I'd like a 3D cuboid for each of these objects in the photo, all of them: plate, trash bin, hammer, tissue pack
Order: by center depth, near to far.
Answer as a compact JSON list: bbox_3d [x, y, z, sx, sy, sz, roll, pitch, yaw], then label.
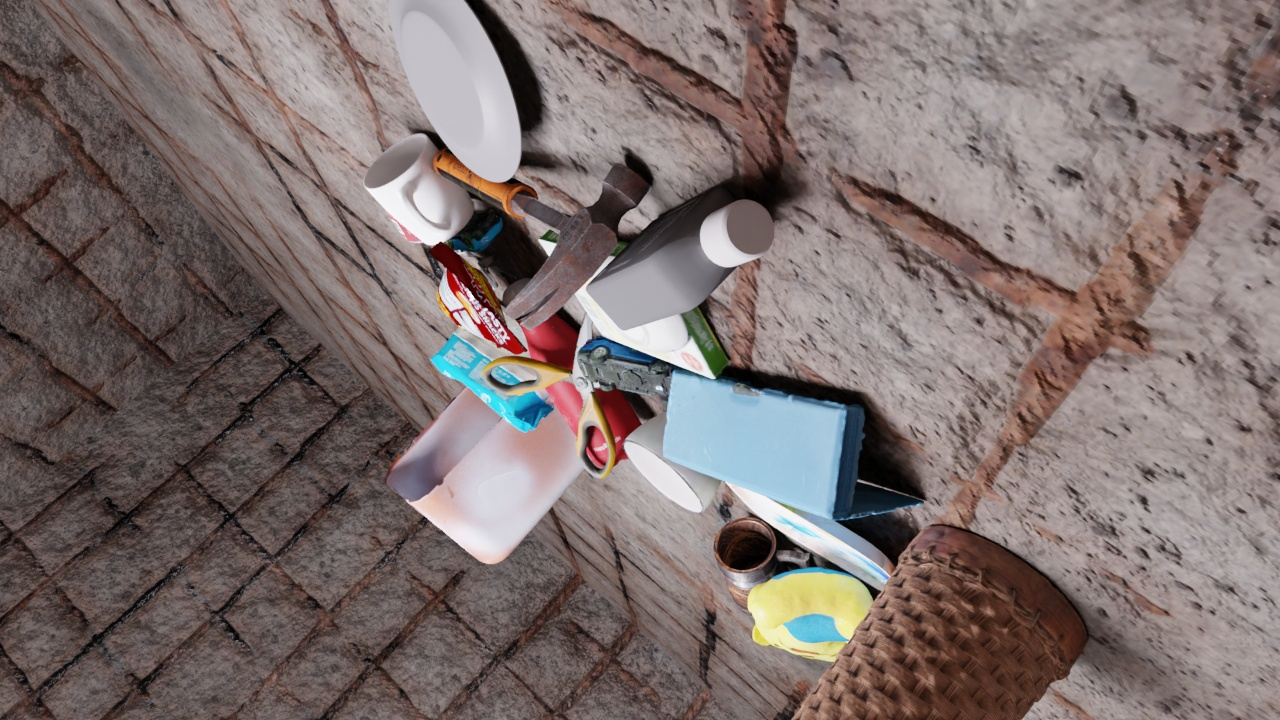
[{"bbox_3d":[0.226,0.257,0.721,0.151,0.209,0.151,39,162,15],"label":"trash bin"},{"bbox_3d":[-0.153,-0.222,0.729,0.178,0.012,0.179,41,151,28],"label":"plate"},{"bbox_3d":[-0.007,-0.040,0.771,0.104,0.026,0.104,38,159,17],"label":"plate"},{"bbox_3d":[-0.117,-0.129,0.783,0.035,0.138,0.314,35,180,-39],"label":"hammer"},{"bbox_3d":[0.171,0.166,0.888,0.187,0.016,0.187,28,169,32],"label":"plate"},{"bbox_3d":[-0.164,0.006,1.153,0.209,0.116,0.066,29,161,38],"label":"tissue pack"},{"bbox_3d":[-0.191,0.128,1.258,0.157,0.259,0.182,48,162,-25],"label":"trash bin"}]

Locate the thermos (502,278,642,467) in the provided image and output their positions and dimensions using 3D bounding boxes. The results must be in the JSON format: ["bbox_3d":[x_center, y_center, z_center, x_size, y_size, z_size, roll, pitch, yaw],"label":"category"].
[{"bbox_3d":[-0.080,0.012,1.053,0.240,0.073,0.073,58,159,-17],"label":"thermos"}]

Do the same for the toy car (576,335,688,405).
[{"bbox_3d":[-0.005,0.005,0.914,0.120,0.043,0.056,13,144,26],"label":"toy car"}]

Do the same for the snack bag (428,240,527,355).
[{"bbox_3d":[-0.185,-0.062,1.002,0.139,0.066,0.208,56,173,-10],"label":"snack bag"}]

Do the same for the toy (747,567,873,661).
[{"bbox_3d":[0.192,0.280,1.004,0.149,0.083,0.214,14,159,15],"label":"toy"}]

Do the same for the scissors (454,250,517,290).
[{"bbox_3d":[-0.198,-0.126,1.096,0.147,0.014,0.142,42,164,7],"label":"scissors"}]

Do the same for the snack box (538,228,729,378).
[{"bbox_3d":[-0.008,-0.055,0.826,0.168,0.027,0.132,22,152,48],"label":"snack box"}]

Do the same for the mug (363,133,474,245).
[{"bbox_3d":[-0.220,-0.163,0.932,0.087,0.081,0.114,52,-168,-39],"label":"mug"}]

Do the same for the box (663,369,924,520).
[{"bbox_3d":[0.128,0.067,0.798,0.112,0.094,0.232,3,-176,-32],"label":"box"}]

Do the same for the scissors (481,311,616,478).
[{"bbox_3d":[-0.070,0.041,1.009,0.226,0.016,0.229,-6,117,29],"label":"scissors"}]

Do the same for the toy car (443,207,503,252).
[{"bbox_3d":[-0.177,-0.136,0.978,0.032,0.048,0.105,50,160,-26],"label":"toy car"}]

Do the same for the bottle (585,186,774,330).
[{"bbox_3d":[0.031,-0.071,0.620,0.046,0.083,0.174,48,161,-12],"label":"bottle"}]

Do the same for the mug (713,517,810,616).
[{"bbox_3d":[0.152,0.248,1.094,0.116,0.079,0.107,2,141,23],"label":"mug"}]

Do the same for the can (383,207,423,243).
[{"bbox_3d":[-0.269,-0.185,1.056,0.054,0.054,0.097,30,157,36],"label":"can"}]

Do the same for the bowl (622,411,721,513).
[{"bbox_3d":[0.044,0.105,1.001,0.116,0.065,0.116,38,161,15],"label":"bowl"}]
